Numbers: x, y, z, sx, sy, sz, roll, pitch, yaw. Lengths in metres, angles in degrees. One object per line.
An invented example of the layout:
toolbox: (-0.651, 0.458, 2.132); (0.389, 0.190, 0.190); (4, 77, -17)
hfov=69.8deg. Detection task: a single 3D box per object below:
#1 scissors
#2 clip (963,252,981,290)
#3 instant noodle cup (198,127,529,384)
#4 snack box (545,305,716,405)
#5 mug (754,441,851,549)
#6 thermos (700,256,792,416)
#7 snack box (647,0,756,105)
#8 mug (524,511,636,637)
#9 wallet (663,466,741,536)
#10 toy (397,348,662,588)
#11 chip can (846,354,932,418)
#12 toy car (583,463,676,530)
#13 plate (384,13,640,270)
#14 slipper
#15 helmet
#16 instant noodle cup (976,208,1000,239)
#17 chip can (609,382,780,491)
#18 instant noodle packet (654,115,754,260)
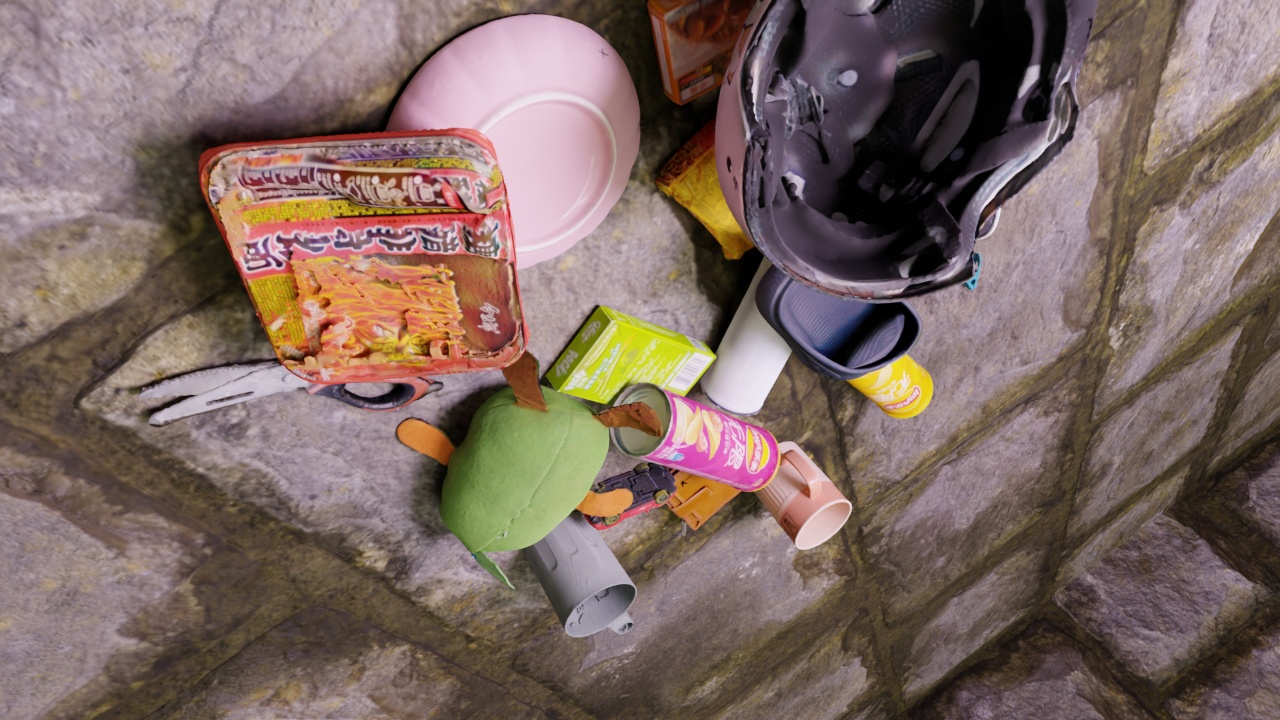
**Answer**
scissors: (-0.237, 0.015, 0.669); (0.202, 0.015, 0.206); (-40, 144, 3)
clip: (0.384, -0.100, 1.073); (0.033, 0.013, 0.054); (-36, 142, -2)
instant noodle cup: (-0.156, -0.069, 0.563); (0.164, 0.079, 0.189); (-3, 136, -3)
snack box: (-0.005, 0.005, 0.845); (0.156, 0.026, 0.086); (17, 118, -49)
mug: (0.187, 0.151, 1.096); (0.081, 0.106, 0.115); (-29, 142, -13)
thermos: (0.126, -0.052, 0.859); (0.073, 0.073, 0.225); (-6, 135, -36)
snack box: (0.079, -0.248, 0.647); (0.153, 0.026, 0.075); (-30, 143, -11)
mug: (-0.059, 0.232, 0.977); (0.083, 0.103, 0.124); (-37, 145, -3)
wallet: (0.070, 0.139, 1.050); (0.119, 0.035, 0.130); (-44, 143, -3)
toy: (-0.100, 0.091, 0.796); (0.227, 0.089, 0.247); (24, 125, -20)
chip can: (0.264, 0.005, 1.033); (0.072, 0.072, 0.213); (-46, 143, 11)
toy car: (-0.012, 0.143, 0.967); (0.106, 0.049, 0.031); (-21, 141, -23)
plate: (-0.077, -0.134, 0.625); (0.192, 0.039, 0.193); (-23, 141, -20)
slipper: (0.189, -0.026, 0.811); (0.111, 0.083, 0.268); (-47, 148, 11)
helmet: (0.155, -0.182, 0.619); (0.230, 0.157, 0.274); (20, 100, -22)
instant noodle cup: (0.244, -0.144, 0.839); (0.120, 0.111, 0.111); (-21, 141, -9)
chip can: (0.059, 0.078, 0.895); (0.071, 0.071, 0.210); (-48, 144, 13)
instant noodle packet: (0.084, -0.146, 0.744); (0.111, 0.044, 0.128); (-40, 141, 13)
